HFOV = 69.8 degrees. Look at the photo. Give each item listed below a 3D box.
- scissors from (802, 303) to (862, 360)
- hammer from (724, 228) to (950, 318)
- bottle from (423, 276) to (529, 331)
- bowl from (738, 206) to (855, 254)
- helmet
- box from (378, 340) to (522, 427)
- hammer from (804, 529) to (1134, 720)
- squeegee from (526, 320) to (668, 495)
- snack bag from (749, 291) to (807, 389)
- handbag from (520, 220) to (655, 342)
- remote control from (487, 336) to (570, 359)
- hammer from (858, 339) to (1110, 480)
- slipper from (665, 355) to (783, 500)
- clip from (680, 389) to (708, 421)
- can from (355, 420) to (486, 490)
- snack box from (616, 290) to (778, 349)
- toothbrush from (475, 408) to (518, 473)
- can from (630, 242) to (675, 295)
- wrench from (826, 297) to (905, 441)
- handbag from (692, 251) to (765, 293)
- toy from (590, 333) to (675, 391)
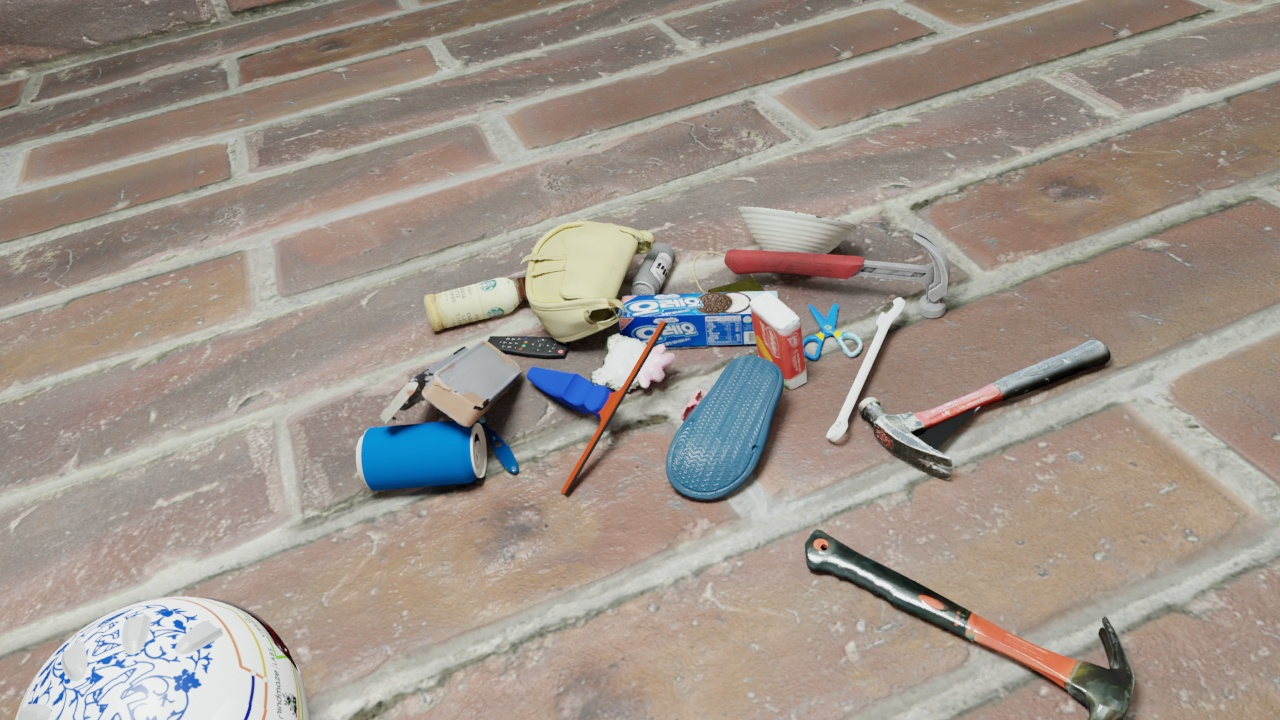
[{"bbox_3d":[0.271,-0.044,1.277,0.105,0.019,0.131,10,45,17],"label":"scissors"},{"bbox_3d":[0.273,-0.135,1.302,0.316,0.126,0.036,8,43,21],"label":"hammer"},{"bbox_3d":[-0.242,-0.090,1.389,0.162,0.057,0.056,-15,41,-7],"label":"bottle"},{"bbox_3d":[0.228,-0.181,1.377,0.177,0.071,0.177,10,5,-1],"label":"bowl"},{"bbox_3d":[-0.417,0.324,0.805,0.230,0.236,0.314,-24,43,-21],"label":"helmet"},{"bbox_3d":[-0.236,0.041,1.184,0.105,0.096,0.216,31,14,0],"label":"box"},{"bbox_3d":[0.312,0.255,0.916,0.333,0.033,0.132,22,51,32],"label":"hammer"},{"bbox_3d":[-0.085,0.042,1.204,0.185,0.055,0.249,20,74,42],"label":"squeegee"},{"bbox_3d":[0.180,-0.025,1.196,0.036,0.116,0.077,-29,44,-13],"label":"snack bag"},{"bbox_3d":[-0.085,-0.125,1.339,0.191,0.088,0.232,-13,36,27],"label":"handbag"},{"bbox_3d":[-0.164,-0.020,1.330,0.125,0.010,0.039,5,42,15],"label":"remote control"},{"bbox_3d":[0.444,0.045,1.130,0.325,0.036,0.140,-20,40,-13],"label":"hammer"},{"bbox_3d":[0.111,0.084,1.127,0.104,0.059,0.213,24,61,20],"label":"slipper"},{"bbox_3d":[0.069,0.059,1.192,0.037,0.022,0.058,8,38,23],"label":"clip"},{"bbox_3d":[-0.271,0.117,1.139,0.146,0.079,0.078,-5,41,4],"label":"can"},{"bbox_3d":[0.083,-0.058,1.293,0.226,0.059,0.059,-2,38,9],"label":"snack box"},{"bbox_3d":[-0.188,0.103,1.188,0.021,0.016,0.132,-26,43,-18],"label":"toothbrush"},{"bbox_3d":[0.020,-0.136,1.406,0.044,0.044,0.106,7,43,18],"label":"can"},{"bbox_3d":[0.295,0.007,1.197,0.009,0.047,0.272,39,52,-5],"label":"wrench"},{"bbox_3d":[0.126,-0.123,1.394,0.084,0.027,0.178,-16,36,-10],"label":"handbag"},{"bbox_3d":[-0.007,0.007,1.244,0.109,0.041,0.095,6,56,25],"label":"toy"}]
